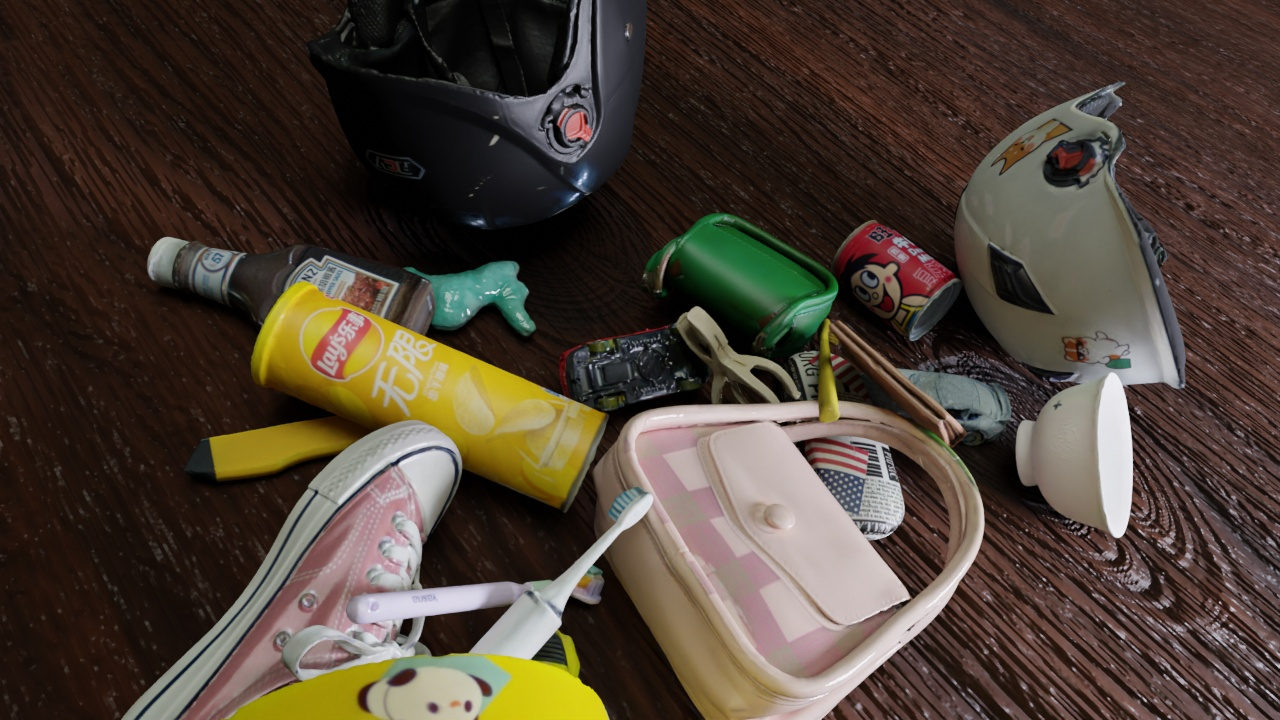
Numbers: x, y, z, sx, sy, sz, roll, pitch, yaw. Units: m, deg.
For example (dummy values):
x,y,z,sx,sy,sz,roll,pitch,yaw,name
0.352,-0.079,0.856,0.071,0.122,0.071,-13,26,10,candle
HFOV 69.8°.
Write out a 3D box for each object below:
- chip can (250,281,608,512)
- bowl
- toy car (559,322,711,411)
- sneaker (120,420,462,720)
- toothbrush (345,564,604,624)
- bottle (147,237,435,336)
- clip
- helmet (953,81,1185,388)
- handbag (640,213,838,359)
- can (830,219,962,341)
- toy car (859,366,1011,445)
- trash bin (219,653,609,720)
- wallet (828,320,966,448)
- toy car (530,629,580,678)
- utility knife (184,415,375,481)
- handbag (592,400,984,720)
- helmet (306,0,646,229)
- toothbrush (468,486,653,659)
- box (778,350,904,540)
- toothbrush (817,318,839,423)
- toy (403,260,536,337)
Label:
x,y,z,sx,sy,sz,roll,pitch,yaw,name
-0.130,0.024,0.580,0.213,0.072,0.071,24,45,-2,chip can
0.317,0.069,0.676,0.065,0.118,0.118,-4,32,38,bowl
-0.004,0.004,0.665,0.120,0.045,0.053,-10,95,-28,toy car
-0.152,0.133,0.466,0.088,0.118,0.240,15,48,24,sneaker
-0.078,0.123,0.482,0.189,0.021,0.029,14,51,-57,toothbrush
-0.248,-0.047,0.649,0.195,0.044,0.079,15,61,4,bottle
0.075,0.007,0.652,0.095,0.102,0.034,2,32,39,clip
0.346,-0.089,0.766,0.157,0.230,0.273,-14,39,32,helmet
0.077,-0.054,0.718,0.131,0.068,0.119,36,35,19,handbag
0.218,-0.070,0.789,0.066,0.067,0.094,-27,60,-35,can
0.228,0.032,0.718,0.120,0.037,0.054,7,47,-4,toy car
-0.070,0.257,0.298,0.229,0.230,0.255,-3,43,-18,trash bin
0.181,0.017,0.645,0.101,0.020,0.115,46,8,24,wallet
-0.057,0.191,0.488,0.048,0.032,0.105,9,47,-8,toy car
-0.207,0.053,0.589,0.156,0.015,0.033,-9,57,-25,utility knife
0.105,0.103,0.565,0.233,0.094,0.193,-18,55,-24,handbag
-0.119,-0.213,0.718,0.234,0.231,0.273,21,42,25,helmet
-0.070,0.148,0.470,0.220,0.027,0.026,-46,47,-17,toothbrush
0.143,0.059,0.669,0.069,0.052,0.164,-5,47,0,box
0.136,0.004,0.655,0.016,0.016,0.189,22,21,3,toothbrush
-0.124,-0.048,0.700,0.091,0.030,0.096,-23,63,-30,toy
